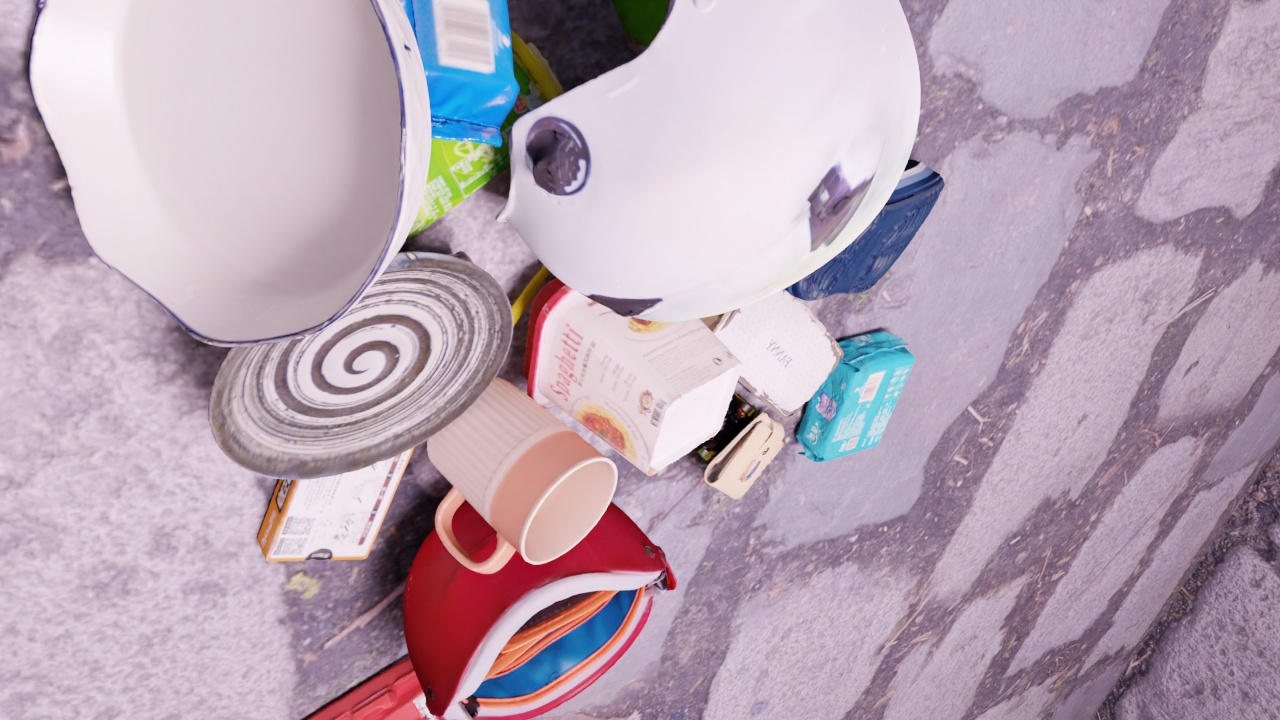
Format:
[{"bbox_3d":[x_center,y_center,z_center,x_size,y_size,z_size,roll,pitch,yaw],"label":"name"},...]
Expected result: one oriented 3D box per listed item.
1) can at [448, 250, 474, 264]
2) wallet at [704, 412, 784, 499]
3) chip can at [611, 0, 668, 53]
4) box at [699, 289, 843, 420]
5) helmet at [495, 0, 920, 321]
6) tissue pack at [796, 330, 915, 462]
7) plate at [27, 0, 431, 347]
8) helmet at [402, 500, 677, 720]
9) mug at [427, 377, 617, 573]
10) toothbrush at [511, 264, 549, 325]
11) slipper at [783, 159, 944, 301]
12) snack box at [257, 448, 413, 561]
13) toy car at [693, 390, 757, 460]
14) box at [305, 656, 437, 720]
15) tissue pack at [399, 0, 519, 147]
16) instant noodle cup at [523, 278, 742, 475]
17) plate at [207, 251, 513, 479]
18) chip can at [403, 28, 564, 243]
[{"bbox_3d":[-0.163,-0.022,0.565,0.134,0.053,0.053,-24,134,-23],"label":"can"},{"bbox_3d":[0.104,0.091,0.872,0.087,0.024,0.115,-52,156,-1],"label":"wallet"},{"bbox_3d":[-0.019,-0.274,0.470,0.072,0.072,0.236,-40,138,-7],"label":"chip can"},{"bbox_3d":[0.097,-0.024,0.772,0.090,0.062,0.184,-48,137,1],"label":"box"},{"bbox_3d":[0.050,-0.105,0.521,0.259,0.146,0.228,-37,177,33],"label":"helmet"},{"bbox_3d":[0.213,0.039,0.922,0.093,0.050,0.134,-10,128,-36],"label":"tissue pack"},{"bbox_3d":[-0.175,-0.109,0.397,0.045,0.205,0.205,-32,146,-61],"label":"plate"},{"bbox_3d":[-0.089,0.181,0.724,0.206,0.144,0.240,-32,154,-14],"label":"helmet"},{"bbox_3d":[-0.090,0.083,0.617,0.114,0.106,0.081,-52,151,-3],"label":"mug"},{"bbox_3d":[-0.088,-0.025,0.632,0.190,0.016,0.015,-54,158,-2],"label":"toothbrush"},{"bbox_3d":[0.154,-0.111,0.721,0.252,0.095,0.105,-26,153,-52],"label":"slipper"},{"bbox_3d":[-0.200,0.071,0.628,0.075,0.026,0.154,9,116,-43],"label":"snack box"},{"bbox_3d":[0.052,0.045,0.800,0.071,0.041,0.155,-48,148,5],"label":"toy car"},{"bbox_3d":[-0.210,0.336,0.806,0.200,0.059,0.161,-29,121,-19],"label":"box"},{"bbox_3d":[-0.114,-0.183,0.445,0.094,0.052,0.157,-2,81,-39],"label":"tissue pack"},{"bbox_3d":[-0.004,0.004,0.642,0.116,0.124,0.117,-28,148,-35],"label":"instant noodle cup"},{"bbox_3d":[-0.157,0.002,0.525,0.179,0.024,0.180,-27,151,-17],"label":"plate"},{"bbox_3d":[-0.145,-0.097,0.507,0.221,0.072,0.072,-38,138,-10],"label":"chip can"}]
